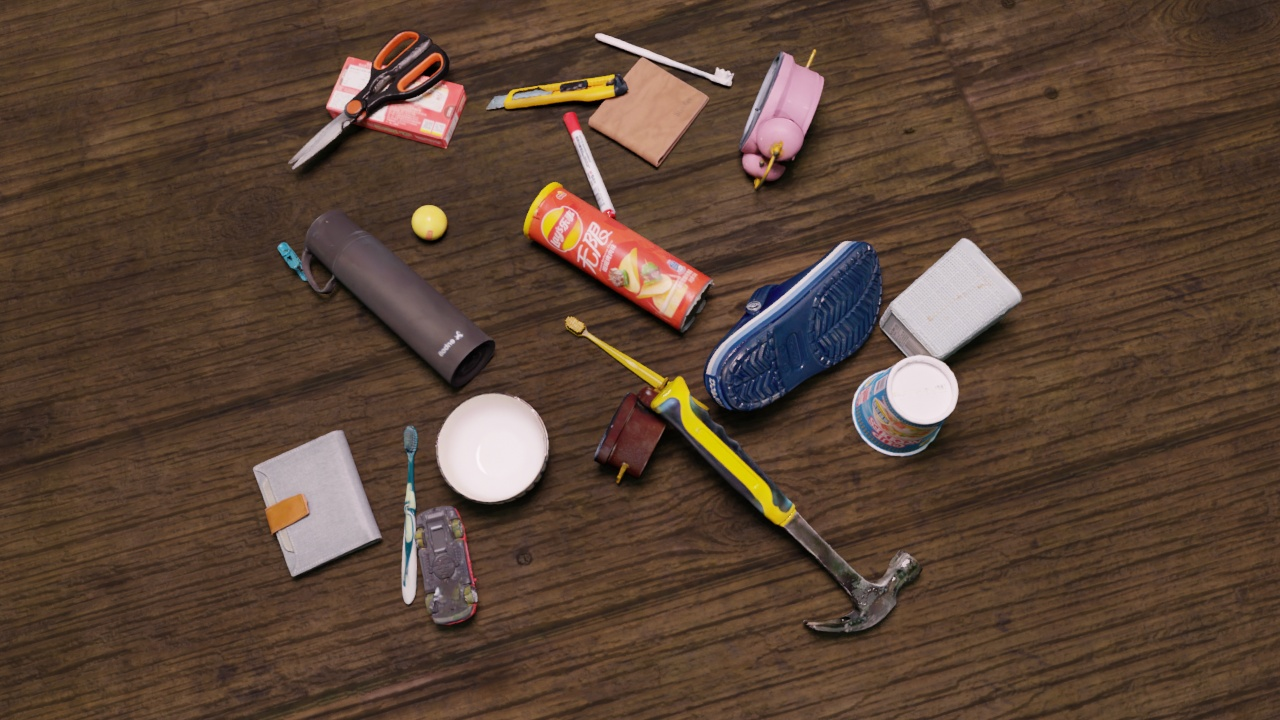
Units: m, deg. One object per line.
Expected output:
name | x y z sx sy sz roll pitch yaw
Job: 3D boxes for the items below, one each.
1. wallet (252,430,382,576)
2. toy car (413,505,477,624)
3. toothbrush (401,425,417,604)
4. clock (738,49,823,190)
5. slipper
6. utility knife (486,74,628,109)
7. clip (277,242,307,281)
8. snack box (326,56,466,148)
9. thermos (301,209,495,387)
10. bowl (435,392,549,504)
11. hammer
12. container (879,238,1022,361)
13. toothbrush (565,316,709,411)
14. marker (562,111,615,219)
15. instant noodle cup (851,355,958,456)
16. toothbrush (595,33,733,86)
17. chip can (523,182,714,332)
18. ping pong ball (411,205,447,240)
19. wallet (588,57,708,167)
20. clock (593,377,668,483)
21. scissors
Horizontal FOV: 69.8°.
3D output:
wallet | -0.349 0.152 0.982 0.106 0.037 0.129 -24 75 -5
toy car | -0.200 0.213 0.955 0.053 0.045 0.120 -13 70 1
toothbrush | -0.249 0.163 0.985 0.016 0.018 0.191 -4 75 2
clock | 0.155 -0.266 1.038 0.060 0.117 0.158 22 75 -4
slipper | 0.160 -0.035 0.989 0.252 0.105 0.095 -39 35 -22
utility knife | -0.101 -0.321 1.102 0.177 0.015 0.033 -6 60 9
clip | -0.404 -0.117 1.064 0.013 0.034 0.055 -37 61 -9
snack box | -0.295 -0.313 1.111 0.153 0.025 0.075 16 75 6
thermos | -0.278 -0.064 1.027 0.242 0.068 0.090 39 95 13
bowl | -0.152 0.097 0.974 0.116 0.066 0.116 0 76 2
hammer | 0.133 0.147 0.929 0.323 0.032 0.126 45 82 -4
container | 0.327 -0.055 0.988 0.111 0.090 0.090 -38 76 -5
toothbrush | -0.006 0.006 1.019 0.190 0.017 0.015 34 79 10
marker | -0.060 -0.229 1.085 0.017 0.017 0.145 -21 75 -4
instant noodle cup | 0.278 0.042 0.951 0.099 0.110 0.099 -1 75 3
toothbrush | 0.028 -0.370 1.118 0.180 0.016 0.016 21 114 8
chip can | -0.026 -0.114 1.024 0.216 0.073 0.073 34 78 10
ping pong ball | -0.244 -0.159 1.060 0.040 0.040 0.040 -1 75 2
wallet | 0.011 -0.300 1.101 0.101 0.020 0.115 33 76 10
clock | -0.003 0.070 0.969 0.055 0.082 0.121 28 78 4
scissors | -0.334 -0.312 1.090 0.235 0.022 0.139 -25 67 -1
